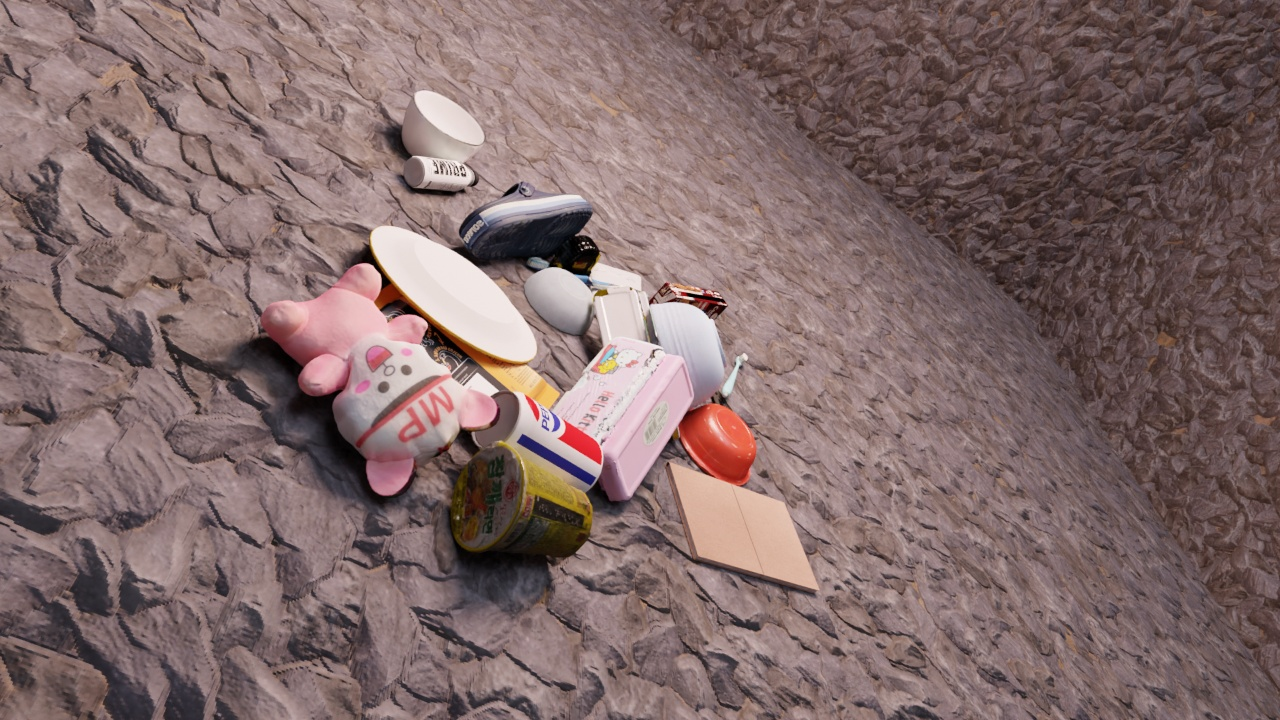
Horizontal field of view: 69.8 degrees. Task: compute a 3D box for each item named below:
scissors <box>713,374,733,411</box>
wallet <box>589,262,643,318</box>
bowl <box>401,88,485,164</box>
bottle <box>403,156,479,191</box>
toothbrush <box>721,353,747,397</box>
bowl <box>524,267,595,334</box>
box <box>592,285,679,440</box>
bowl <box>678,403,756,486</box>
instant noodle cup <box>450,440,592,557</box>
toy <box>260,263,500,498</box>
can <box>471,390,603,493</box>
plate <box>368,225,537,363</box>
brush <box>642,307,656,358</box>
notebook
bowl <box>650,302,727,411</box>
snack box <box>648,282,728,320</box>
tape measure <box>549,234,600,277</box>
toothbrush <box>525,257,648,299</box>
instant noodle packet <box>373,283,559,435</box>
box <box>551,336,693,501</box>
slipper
[{"bbox_3d":[0.101,0.027,1.362,0.169,0.013,0.157,45,26,-6],"label":"scissors"},{"bbox_3d":[-0.039,-0.094,1.336,0.086,0.032,0.116,22,35,-15],"label":"wallet"},{"bbox_3d":[-0.282,-0.316,1.284,0.116,0.066,0.116,32,29,-20],"label":"bowl"},{"bbox_3d":[-0.265,-0.251,1.242,0.041,0.041,0.115,52,29,17],"label":"bottle"},{"bbox_3d":[0.144,0.023,1.408,0.016,0.017,0.180,51,23,-6],"label":"toothbrush"},{"bbox_3d":[-0.100,-0.086,1.227,0.106,0.039,0.106,32,29,-21],"label":"bowl"},{"bbox_3d":[-0.006,0.007,1.202,0.084,0.080,0.210,-10,61,-6],"label":"box"},{"bbox_3d":[0.111,0.103,1.231,0.130,0.045,0.130,32,29,-21],"label":"bowl"},{"bbox_3d":[-0.105,0.138,0.852,0.108,0.102,0.102,29,29,-43],"label":"instant noodle cup"},{"bbox_3d":[-0.242,0.014,0.843,0.213,0.084,0.141,44,48,12],"label":"toy"},{"bbox_3d":[-0.101,0.085,0.917,0.132,0.070,0.070,38,23,-44],"label":"can"},{"bbox_3d":[-0.205,-0.083,1.049,0.230,0.021,0.229,39,15,-12],"label":"plate"},{"bbox_3d":[0.026,0.004,1.276,0.012,0.033,0.217,22,36,-35],"label":"brush"},{"bbox_3d":[0.128,0.209,1.143,0.209,0.008,0.141,23,33,-34],"label":"notebook"},{"bbox_3d":[0.070,-0.013,1.216,0.150,0.075,0.150,-17,89,-85],"label":"bowl"},{"bbox_3d":[0.075,-0.087,1.448,0.140,0.051,0.031,4,46,-51],"label":"snack box"},{"bbox_3d":[-0.091,-0.149,1.303,0.067,0.063,0.038,2,48,-50],"label":"tape measure"},{"bbox_3d":[-0.072,-0.114,1.290,0.189,0.017,0.016,14,41,-24],"label":"toothbrush"},{"bbox_3d":[-0.197,0.000,0.982,0.221,0.032,0.159,41,29,-4],"label":"instant noodle packet"},{"bbox_3d":[-0.027,0.063,1.070,0.200,0.103,0.101,-54,139,-43],"label":"box"},{"bbox_3d":[-0.156,-0.198,1.239,0.095,0.105,0.252,49,28,10],"label":"slipper"}]
